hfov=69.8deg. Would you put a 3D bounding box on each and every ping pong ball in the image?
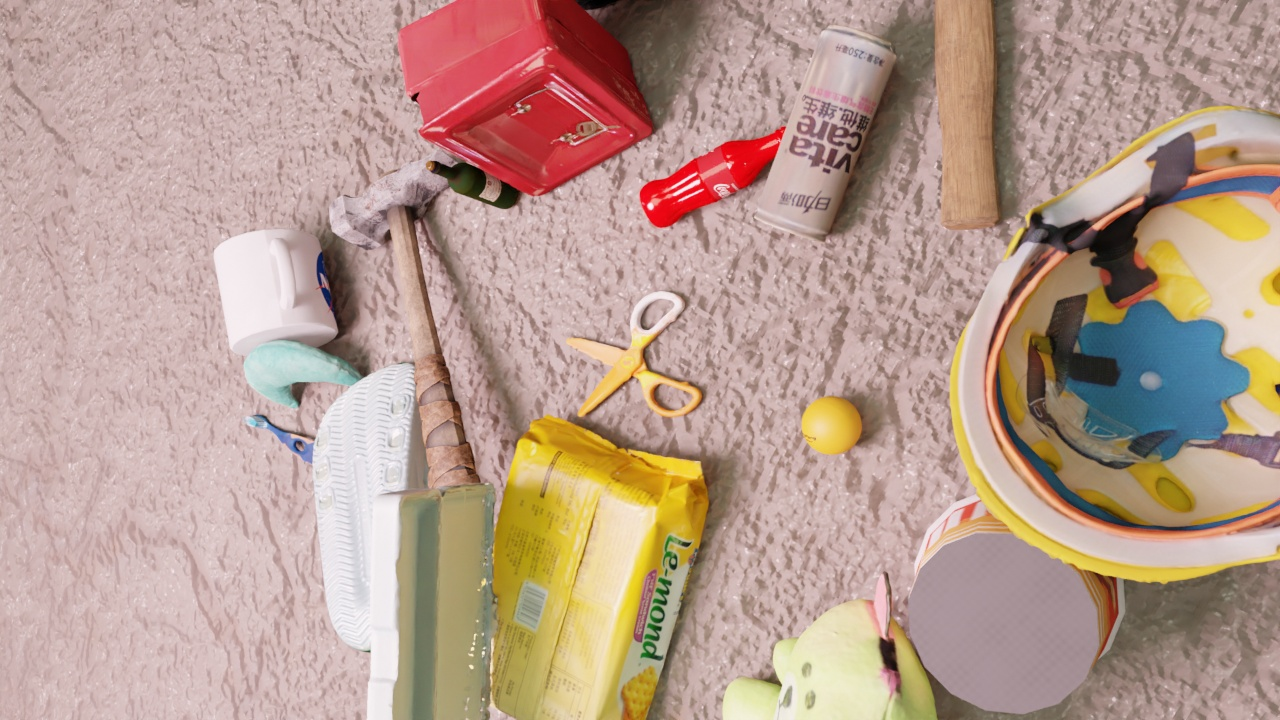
[{"bbox_3d":[0.130,0.044,0.626,0.040,0.040,0.040,-2,86,26],"label":"ping pong ball"}]

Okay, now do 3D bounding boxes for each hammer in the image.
[{"bbox_3d":[0.209,-0.240,0.610,0.132,0.040,0.305,-2,86,23],"label":"hammer"},{"bbox_3d":[-0.176,-0.025,0.749,0.122,0.049,0.318,-25,66,18],"label":"hammer"}]

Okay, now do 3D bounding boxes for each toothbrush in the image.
[{"bbox_3d":[-0.324,0.077,0.859,0.135,0.017,0.021,21,98,26],"label":"toothbrush"}]

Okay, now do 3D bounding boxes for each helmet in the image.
[{"bbox_3d":[0.289,0.003,0.494,0.240,0.139,0.209,-42,70,16],"label":"helmet"}]

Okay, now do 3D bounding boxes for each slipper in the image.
[{"bbox_3d":[-0.212,0.119,0.765,0.104,0.074,0.245,-17,62,16],"label":"slipper"}]

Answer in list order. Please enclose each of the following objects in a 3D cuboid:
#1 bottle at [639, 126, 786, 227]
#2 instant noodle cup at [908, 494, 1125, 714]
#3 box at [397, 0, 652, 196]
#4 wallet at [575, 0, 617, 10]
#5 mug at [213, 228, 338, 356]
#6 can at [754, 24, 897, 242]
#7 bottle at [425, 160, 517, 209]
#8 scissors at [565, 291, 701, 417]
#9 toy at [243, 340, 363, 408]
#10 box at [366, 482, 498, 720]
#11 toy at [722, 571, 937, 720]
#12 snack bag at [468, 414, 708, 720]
[{"bbox_3d":[0.057,-0.137,0.675,0.119,0.036,0.036,-24,76,22],"label":"bottle"},{"bbox_3d":[0.214,0.141,0.533,0.124,0.121,0.123,-2,86,26],"label":"instant noodle cup"},{"bbox_3d":[-0.082,-0.204,0.683,0.129,0.157,0.092,-19,73,22],"label":"box"},{"bbox_3d":[-0.018,-0.340,0.730,0.089,0.026,0.115,-7,82,25],"label":"wallet"},{"bbox_3d":[-0.322,-0.064,0.816,0.122,0.091,0.090,-34,68,59],"label":"mug"},{"bbox_3d":[0.125,-0.153,0.623,0.054,0.054,0.136,26,106,25],"label":"can"},{"bbox_3d":[-0.135,-0.143,0.731,0.025,0.106,0.025,-2,86,26],"label":"bottle"},{"bbox_3d":[-0.004,-0.004,0.711,0.125,0.011,0.128,20,94,24],"label":"scissors"},{"bbox_3d":[-0.310,0.011,0.825,0.105,0.085,0.033,-15,51,27],"label":"toy"},{"bbox_3d":[-0.141,0.184,0.621,0.041,0.134,0.197,1,88,16],"label":"box"},{"bbox_3d":[0.118,0.234,0.560,0.197,0.107,0.149,-48,23,50],"label":"toy"},{"bbox_3d":[-0.052,0.170,0.691,0.160,0.068,0.247,18,95,28],"label":"snack bag"}]
